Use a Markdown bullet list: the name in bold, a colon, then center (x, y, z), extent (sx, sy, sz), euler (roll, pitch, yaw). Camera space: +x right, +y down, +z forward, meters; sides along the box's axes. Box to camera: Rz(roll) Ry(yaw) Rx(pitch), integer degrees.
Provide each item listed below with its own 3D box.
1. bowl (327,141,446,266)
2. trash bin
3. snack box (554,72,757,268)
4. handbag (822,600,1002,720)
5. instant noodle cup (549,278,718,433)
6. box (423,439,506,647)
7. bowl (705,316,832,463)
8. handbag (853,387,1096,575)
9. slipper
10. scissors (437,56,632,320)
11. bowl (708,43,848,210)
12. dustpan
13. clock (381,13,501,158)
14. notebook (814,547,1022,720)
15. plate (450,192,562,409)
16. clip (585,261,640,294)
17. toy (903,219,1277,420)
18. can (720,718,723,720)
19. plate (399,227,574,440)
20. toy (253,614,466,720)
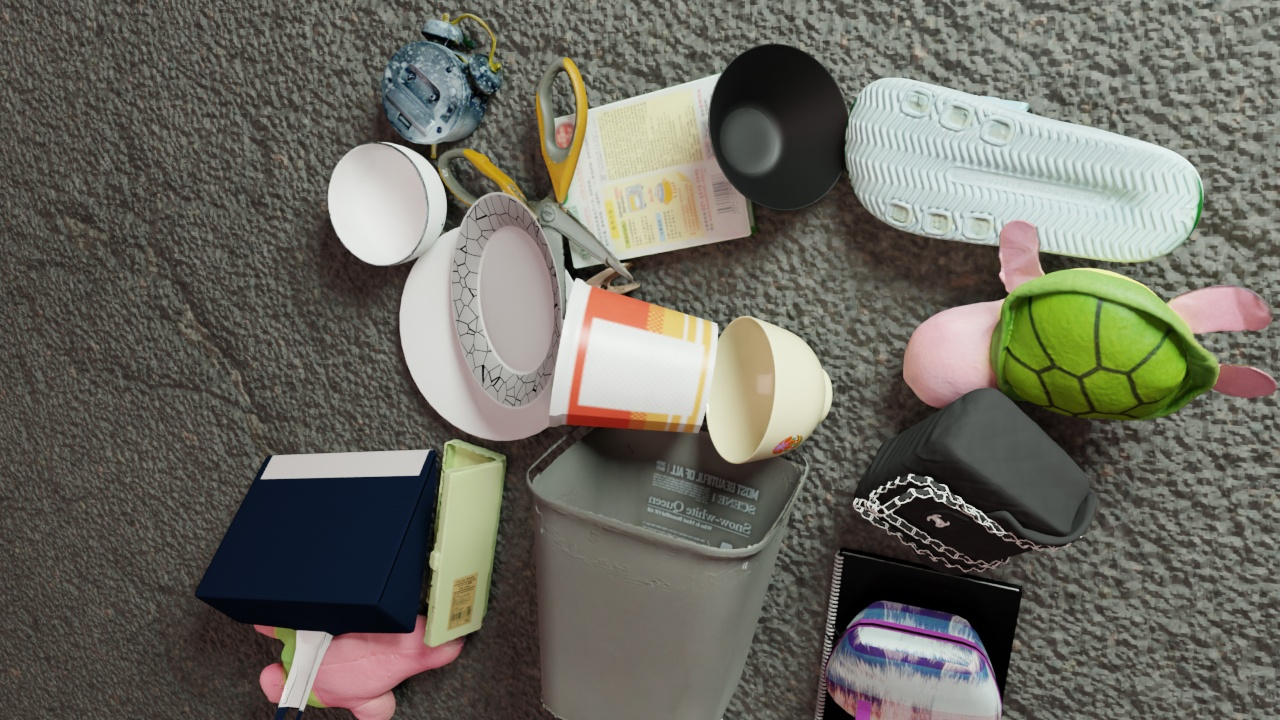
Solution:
- **bowl**: center (-0.230, -0.148, 0.863), extent (0.113, 0.063, 0.113), euler (5, 103, 22)
- **trash bin**: center (0.015, 0.186, 0.771), extent (0.197, 0.197, 0.220), euler (14, 113, 20)
- **snack box**: center (0.008, -0.157, 0.780), extent (0.168, 0.027, 0.132), euler (-7, 98, 25)
- **handbag**: center (0.218, 0.293, 0.758), extent (0.145, 0.067, 0.170), euler (7, 111, 19)
- **instant noodle cup**: center (-0.005, 0.004, 0.763), extent (0.121, 0.123, 0.123), euler (10, 106, -1)
- **box**: center (-0.188, 0.176, 0.921), extent (0.083, 0.091, 0.188), euler (23, 108, 42)
- **bowl**: center (0.112, 0.026, 0.745), extent (0.074, 0.118, 0.118), euler (5, 108, -22)
- **handbag**: center (0.233, 0.110, 0.666), extent (0.125, 0.114, 0.154), euler (38, 151, 2)
- **slipper**: center (0.260, -0.132, 0.650), extent (0.246, 0.074, 0.104), euler (21, 117, 28)
- **scissors**: center (-0.083, -0.154, 0.798), extent (0.225, 0.016, 0.225), euler (36, 119, 17)
- **bowl**: center (0.096, -0.175, 0.711), extent (0.053, 0.124, 0.124), euler (4, 108, 67)
- **dustpan**: center (-0.328, 0.229, 0.935), extent (0.237, 0.272, 0.080), euler (-4, 140, 24)
- **clock**: center (-0.177, -0.250, 0.824), extent (0.090, 0.052, 0.130), euler (45, 115, 8)
- **notebook**: center (0.230, 0.272, 0.786), extent (0.149, 0.016, 0.207), euler (9, 105, 20)
- **plate**: center (-0.115, -0.052, 0.808), extent (0.189, 0.016, 0.189), euler (14, 108, 50)
- **clip**: center (-0.029, -0.072, 0.816), extent (0.062, 0.024, 0.045), euler (0, 101, 29)
- **toy**: center (0.293, -0.008, 0.629), extent (0.239, 0.087, 0.190), euler (2, 140, 45)
- **can**: center (0.023, 0.380, 0.867), extent (0.129, 0.071, 0.072), euler (-28, 90, 26)
- **plate**: center (-0.141, -0.026, 0.877), extent (0.209, 0.015, 0.209), euler (5, 102, 23)
- **toy**: center (-0.297, 0.302, 0.979), extent (0.237, 0.096, 0.192), euler (-6, 95, 14)
